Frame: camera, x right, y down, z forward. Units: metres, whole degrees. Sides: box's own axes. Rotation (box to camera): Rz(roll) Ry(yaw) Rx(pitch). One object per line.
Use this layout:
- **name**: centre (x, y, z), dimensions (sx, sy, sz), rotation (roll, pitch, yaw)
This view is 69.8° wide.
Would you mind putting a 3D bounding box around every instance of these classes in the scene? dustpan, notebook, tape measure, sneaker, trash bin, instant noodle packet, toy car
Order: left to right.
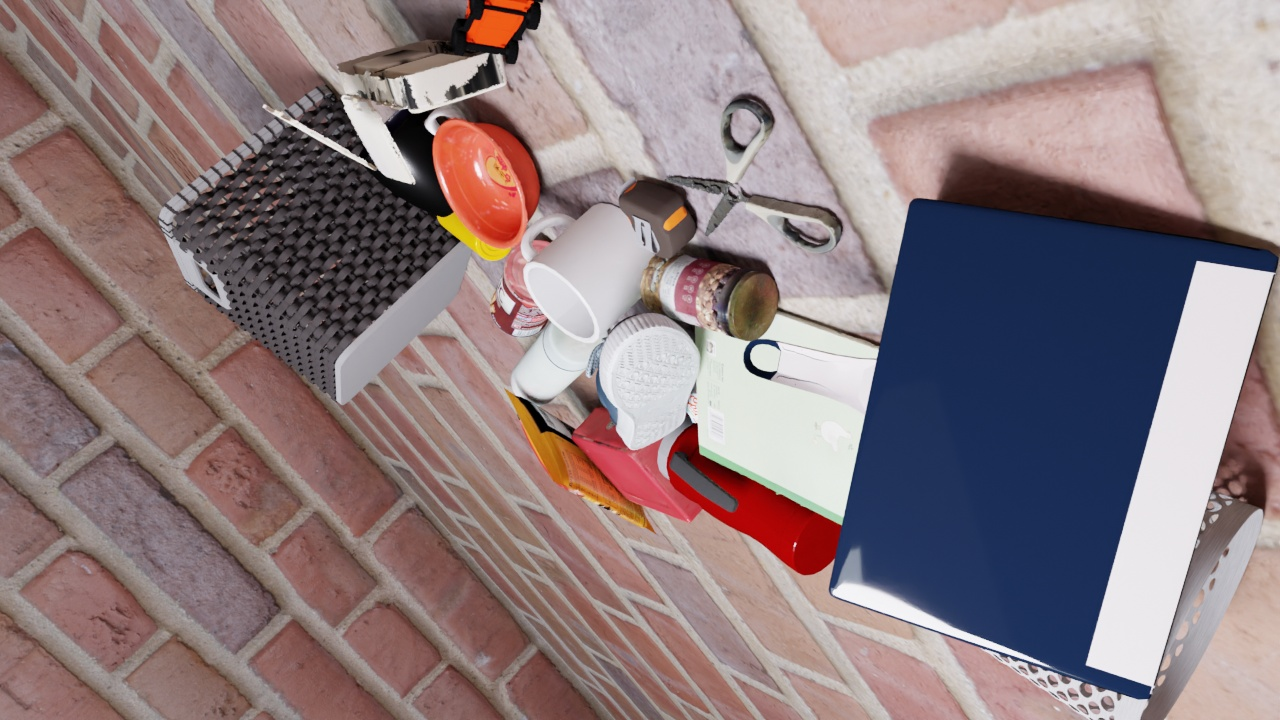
- **toy car**: centre (-0.107, -0.261, 0.682), dimensions (0.100, 0.051, 0.048), rotation (161, 109, -66)
- **instant noodle packet**: centre (-0.072, 0.129, 1.145), dimensions (0.220, 0.032, 0.159), rotation (37, -167, -48)
- **sneaker**: centre (-0.005, 0.005, 0.844), dimensions (0.087, 0.089, 0.236), rotation (59, 168, 23)
- **tape measure**: centre (0.012, -0.111, 0.746), dimensions (0.058, 0.038, 0.059), rotation (32, 158, 41)
- **notebook**: centre (0.140, 0.050, 0.766), dimensions (0.253, 0.010, 0.182), rotation (24, 128, 40)
- **dustpan**: centre (0.176, 0.029, 0.540), dimensions (0.273, 0.080, 0.236), rotation (14, 102, 25)
- **trash bin**: centre (0.262, 0.124, 0.590), dimensions (0.183, 0.156, 0.156), rotation (28, 151, 40)

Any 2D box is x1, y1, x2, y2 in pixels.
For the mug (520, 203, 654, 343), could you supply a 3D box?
- **mug**: centre (-0.054, -0.088, 0.831), dimensions (0.121, 0.090, 0.091), rotation (39, 156, 13)

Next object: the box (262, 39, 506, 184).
- **box**: centre (-0.214, -0.193, 0.773), dimensions (0.143, 0.187, 0.105), rotation (27, 136, 48)

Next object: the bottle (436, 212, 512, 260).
- **bottle**: centre (-0.184, -0.149, 0.982), dimensions (0.144, 0.043, 0.043), rotation (37, 159, 49)

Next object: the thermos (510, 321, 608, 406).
- **thermos**: centre (-0.100, 0.000, 1.081), dimensions (0.068, 0.067, 0.231), rotation (46, 157, -2)

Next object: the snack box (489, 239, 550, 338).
- **snack box**: centre (-0.120, -0.074, 0.986), dimensions (0.072, 0.072, 0.121), rotation (45, 158, -1)

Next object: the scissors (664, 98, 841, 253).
- **scissors**: centre (0.076, -0.124, 0.661), dimensions (0.171, 0.012, 0.158), rotation (34, 154, 27)

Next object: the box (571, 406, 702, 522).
- **box**: centre (0.011, 0.110, 1.061), dimensions (0.129, 0.087, 0.158), rotation (50, 157, -22)

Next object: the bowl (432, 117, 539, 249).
- **bowl**: centre (-0.138, -0.173, 0.870), dimensions (0.130, 0.045, 0.131), rotation (31, 141, 29)

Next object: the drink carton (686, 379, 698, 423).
- **drink carton**: centre (0.088, 0.043, 0.879), dimensions (0.129, 0.038, 0.044), rotation (6, 135, 55)

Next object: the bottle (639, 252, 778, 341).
- **bottle**: centre (0.055, -0.054, 0.752), dimensions (0.105, 0.056, 0.056), rotation (20, 146, 43)

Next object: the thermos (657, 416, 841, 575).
- **thermos**: centre (0.097, 0.126, 0.896), dimensions (0.108, 0.084, 0.199), rotation (9, -165, -42)

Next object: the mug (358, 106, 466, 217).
- **mug**: centre (-0.208, -0.204, 0.926), dimensions (0.119, 0.084, 0.100), rotation (-24, 126, 34)

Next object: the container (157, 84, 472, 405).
- **container**: centre (-0.376, -0.124, 1.114), dimensions (0.243, 0.245, 0.248), rotation (42, 157, -2)
